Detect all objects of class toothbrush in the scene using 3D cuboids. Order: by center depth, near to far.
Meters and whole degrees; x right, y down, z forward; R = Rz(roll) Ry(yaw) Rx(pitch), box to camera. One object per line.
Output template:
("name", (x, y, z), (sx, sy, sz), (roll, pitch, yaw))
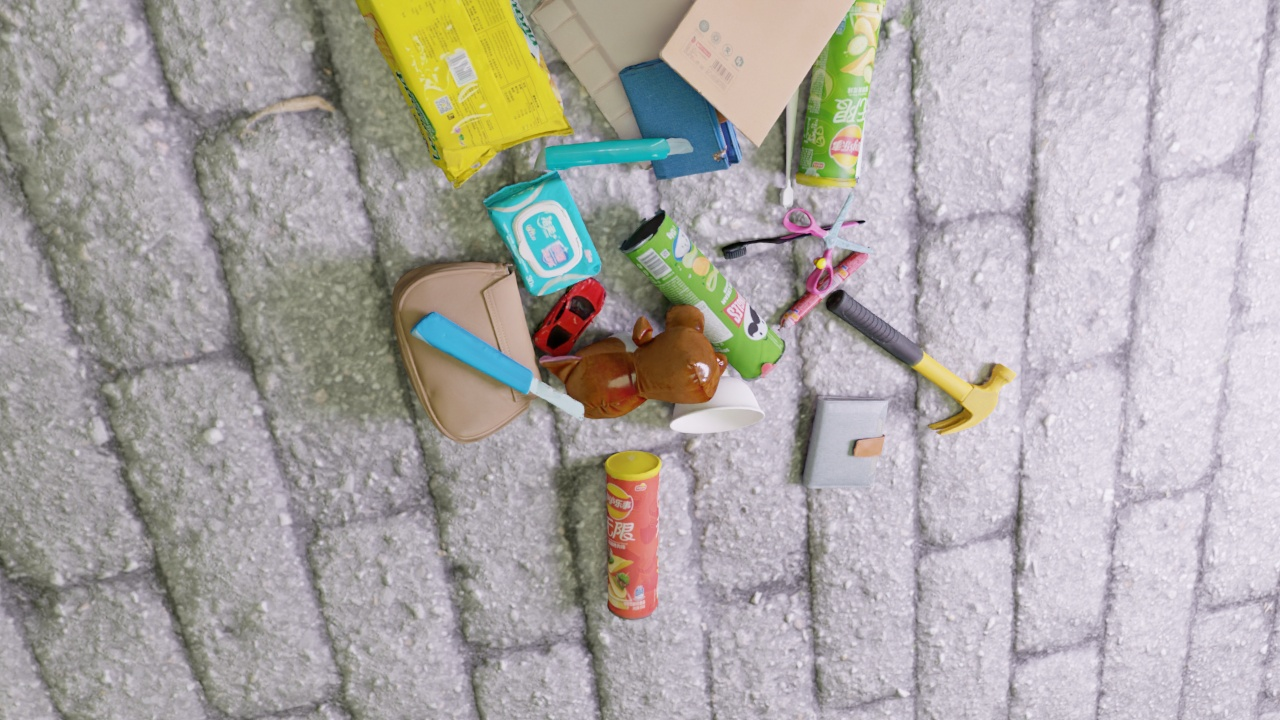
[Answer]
("toothbrush", (0.177, -0.271, 1.088), (0.016, 0.016, 0.180), (-4, 108, -14))
("toothbrush", (0.191, -0.151, 1.134), (0.189, 0.014, 0.018), (-13, 122, -9))

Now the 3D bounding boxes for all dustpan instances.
("dustpan", (0.057, -0.380, 1.023), (0.274, 0.138, 0.222), (-23, 118, 26))

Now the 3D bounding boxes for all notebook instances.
("notebook", (0.127, -0.348, 0.943), (0.147, 0.008, 0.207), (35, 84, -27))

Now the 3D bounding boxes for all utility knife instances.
("utility knife", (-0.030, -0.226, 1.002), (0.176, 0.013, 0.029), (-4, 117, 3))
("utility knife", (-0.149, 0.011, 1.007), (0.218, 0.018, 0.034), (32, 87, -22))

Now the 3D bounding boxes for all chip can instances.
("chip can", (0.229, -0.311, 1.052), (0.072, 0.072, 0.221), (1, 110, -13))
("chip can", (0.078, -0.075, 1.103), (0.072, 0.072, 0.236), (-44, 113, 4))
("chip can", (-0.011, 0.228, 1.193), (0.073, 0.073, 0.217), (-3, 111, -12))

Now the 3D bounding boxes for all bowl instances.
("bowl", (0.092, 0.046, 1.146), (0.118, 0.118, 0.064), (-2, 72, -13))

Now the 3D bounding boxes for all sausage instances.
("sausage", (0.231, -0.091, 1.161), (0.156, 0.020, 0.020), (-42, 113, 3))

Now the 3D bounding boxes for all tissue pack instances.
("tissue pack", (-0.111, -0.145, 1.045), (0.093, 0.050, 0.133), (-26, 113, -2))

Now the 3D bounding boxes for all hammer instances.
("hammer", (0.363, -0.004, 1.217), (0.300, 0.033, 0.129), (32, 98, -21))

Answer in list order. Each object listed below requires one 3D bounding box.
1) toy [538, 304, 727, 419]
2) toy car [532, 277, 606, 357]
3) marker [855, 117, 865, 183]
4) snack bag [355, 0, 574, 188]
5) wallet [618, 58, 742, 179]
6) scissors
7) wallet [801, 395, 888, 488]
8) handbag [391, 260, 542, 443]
("toy", (-0.006, 0.006, 1.079), (0.200, 0.130, 0.140), (-20, 130, 13))
("toy car", (-0.083, -0.052, 1.097), (0.049, 0.031, 0.106), (36, 96, -23))
("marker", (0.258, -0.279, 1.101), (0.023, 0.018, 0.131), (6, 110, 11))
("snack bag", (-0.186, -0.321, 0.956), (0.158, 0.068, 0.246), (-26, 114, -3))
("wallet", (0.045, -0.266, 0.999), (0.106, 0.040, 0.133), (-5, 127, 26))
("scissors", (0.228, -0.146, 1.127), (0.134, 0.017, 0.133), (18, 105, -17))
("wallet", (0.279, 0.113, 1.237), (0.106, 0.037, 0.130), (2, 109, -13))
("handbag", (-0.198, -0.016, 1.050), (0.147, 0.100, 0.205), (-18, 113, -15))
